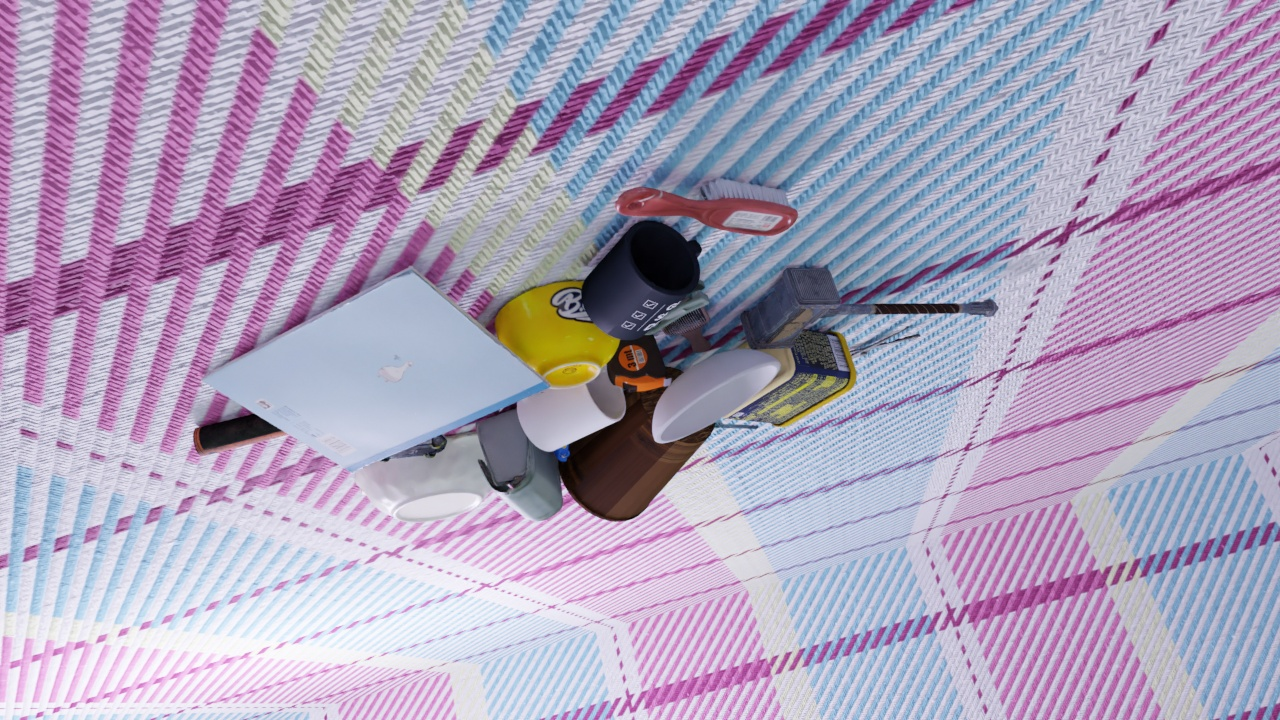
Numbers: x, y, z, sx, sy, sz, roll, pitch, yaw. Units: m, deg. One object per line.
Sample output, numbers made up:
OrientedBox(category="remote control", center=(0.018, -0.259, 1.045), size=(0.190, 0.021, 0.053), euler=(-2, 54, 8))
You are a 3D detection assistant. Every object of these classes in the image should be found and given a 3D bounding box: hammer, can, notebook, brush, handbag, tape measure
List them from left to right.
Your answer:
OrientedBox(category="hammer", center=(-0.279, 0.047, 0.909), size=(0.314, 0.035, 0.138), euler=(-14, 157, 1))
OrientedBox(category="notebook", center=(-0.234, 0.020, 0.815), size=(0.254, 0.009, 0.181), euler=(-22, 135, 24))
OrientedBox(category="handbag", center=(-0.140, 0.121, 1.059), size=(0.067, 0.106, 0.122), euler=(-18, 151, 5))
OrientedBox(category="tape measure", center=(-0.006, 0.006, 0.943), size=(0.058, 0.058, 0.038), euler=(-16, 159, -8))
OrientedBox(category="brush", center=(0.052, -0.029, 0.954), size=(0.050, 0.015, 0.135), euler=(-18, 157, 10))
OrientedBox(category="brush", center=(0.052, -0.124, 0.715), size=(0.172, 0.030, 0.041), euler=(1, 153, -35))
OrientedBox(category="can", center=(0.159, 0.018, 1.054), size=(0.104, 0.075, 0.136), euler=(8, 148, -38))
OrientedBox(category="hammer", center=(0.268, -0.055, 0.984), size=(0.321, 0.044, 0.099), euler=(-2, 154, -27))

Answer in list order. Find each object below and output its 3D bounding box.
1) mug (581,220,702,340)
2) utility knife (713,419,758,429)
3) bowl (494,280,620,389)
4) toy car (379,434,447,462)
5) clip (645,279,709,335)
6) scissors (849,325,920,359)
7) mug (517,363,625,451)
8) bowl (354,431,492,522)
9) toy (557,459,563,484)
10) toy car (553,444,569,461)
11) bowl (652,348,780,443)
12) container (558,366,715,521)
OrientedBox(category="mug", center=(0.010, -0.072, 0.776), size=(0.104, 0.071, 0.078), euler=(-31, 173, -42))
OrientedBox(category="utility knife", center=(0.083, 0.078, 1.141), size=(0.022, 0.015, 0.166), euler=(-32, -161, -38))
OrientedBox(category="bowl", center=(-0.071, -0.015, 0.845), size=(0.117, 0.067, 0.117), euler=(-12, 157, -5))
OrientedBox(category="toy car", center=(-0.263, 0.095, 1.034), size=(0.089, 0.027, 0.039), euler=(-3, 157, -27))
OrientedBox(category="clip", center=(0.029, -0.051, 0.874), size=(0.076, 0.042, 0.023), euler=(-26, 153, 26))
OrientedBox(category="scissors", center=(0.268, -0.004, 1.144), size=(0.141, 0.014, 0.158), euler=(-8, 157, -8))
OrientedBox(category="mug", center=(-0.084, 0.036, 0.967), size=(0.091, 0.073, 0.110), euler=(-26, 129, 26))
OrientedBox(category="bowl", center=(-0.255, 0.156, 1.141), size=(0.220, 0.060, 0.188), euler=(-29, 154, 28))
OrientedBox(category="toy", center=(-0.090, 0.117, 1.185), size=(0.103, 0.070, 0.090), euler=(33, 118, -32))
OrientedBox(category="toy car", center=(-0.111, 0.078, 1.058), size=(0.061, 0.033, 0.092), euler=(-4, 124, -23))
OrientedBox(category="bowl", center=(0.069, 0.028, 0.941), size=(0.149, 0.043, 0.150), euler=(-28, 163, -9))
OrientedBox(category="container", center=(0.000, 0.093, 1.075), size=(0.132, 0.132, 0.168), euler=(2, 146, -35))
